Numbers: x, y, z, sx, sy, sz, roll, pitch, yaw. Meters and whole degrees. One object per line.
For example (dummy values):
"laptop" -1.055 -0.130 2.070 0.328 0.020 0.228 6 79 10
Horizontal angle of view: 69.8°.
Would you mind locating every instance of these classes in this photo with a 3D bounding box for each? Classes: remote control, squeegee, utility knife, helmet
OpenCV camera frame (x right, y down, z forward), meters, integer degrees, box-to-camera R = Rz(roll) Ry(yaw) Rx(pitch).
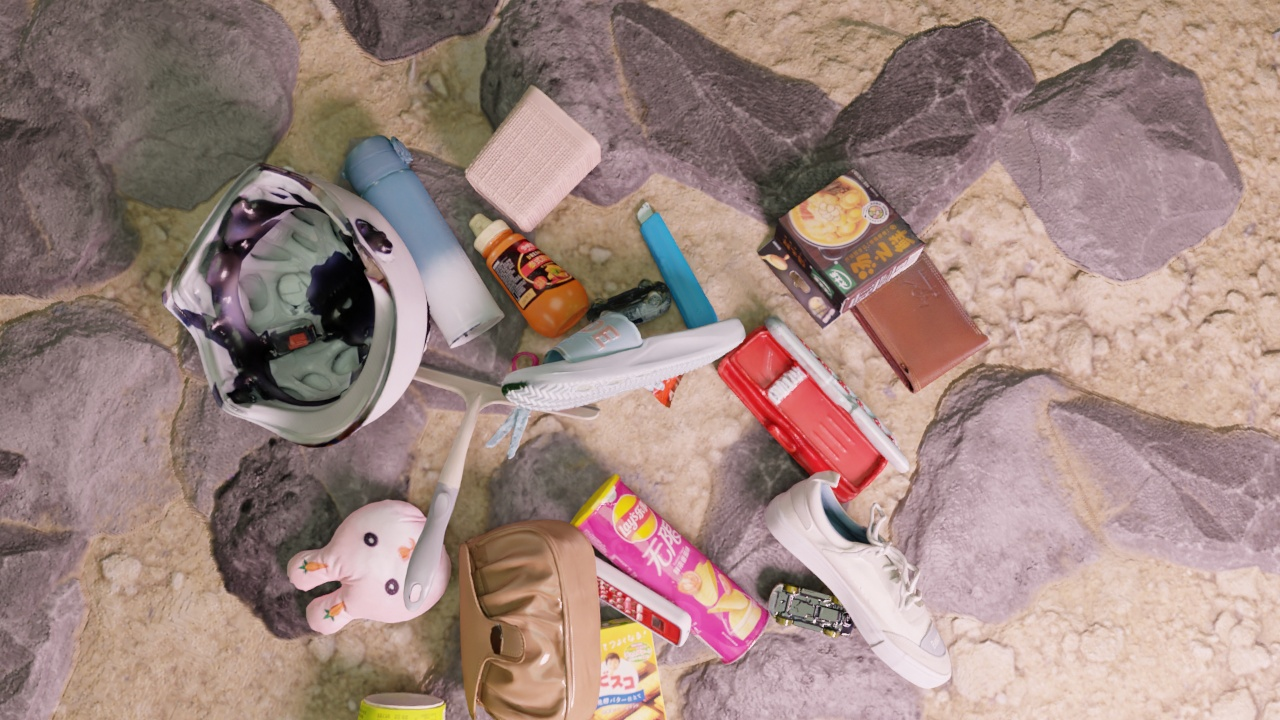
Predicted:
"remote control" -0.012 0.234 0.905 0.136 0.056 0.020 28 55 18
"squeegee" -0.182 0.115 0.874 0.246 0.039 0.246 15 61 -3
"utility knife" 0.037 -0.093 0.960 0.034 0.018 0.159 -27 88 -9
"helmet" -0.295 -0.049 0.862 0.258 0.145 0.229 44 109 11

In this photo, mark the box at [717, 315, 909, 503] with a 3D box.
"box" 0.176 0.048 0.921 0.095 0.102 0.201 -43 90 -6

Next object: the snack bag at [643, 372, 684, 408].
"snack bag" -0.006 0.006 0.948 0.104 0.026 0.048 27 66 -1

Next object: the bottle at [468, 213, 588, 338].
"bottle" -0.120 -0.092 0.931 0.066 0.067 0.149 -43 84 -5

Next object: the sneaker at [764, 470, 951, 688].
"sneaker" 0.237 0.211 0.912 0.242 0.089 0.091 48 119 5

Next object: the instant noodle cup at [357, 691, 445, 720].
"instant noodle cup" -0.235 0.388 0.883 0.111 0.112 0.123 4 79 -4

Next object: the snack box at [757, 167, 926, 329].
"snack box" 0.205 -0.116 0.944 0.125 0.053 0.113 -35 73 -9

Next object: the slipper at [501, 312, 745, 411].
"slipper" -0.016 -0.011 0.885 0.245 0.104 0.074 -15 81 -17

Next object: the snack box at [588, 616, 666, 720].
"snack box" -0.022 0.336 0.930 0.087 0.034 0.140 -9 86 -5

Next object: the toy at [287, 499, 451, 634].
"toy" -0.270 0.210 0.912 0.159 0.054 0.121 -26 89 3

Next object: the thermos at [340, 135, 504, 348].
"thermos" -0.219 -0.121 0.920 0.070 0.070 0.220 -31 90 -5

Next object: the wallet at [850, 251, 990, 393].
"wallet" 0.294 -0.041 0.968 0.101 0.032 0.124 -36 90 -7

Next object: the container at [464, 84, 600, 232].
"container" -0.109 -0.197 0.922 0.090 0.090 0.111 41 89 -1

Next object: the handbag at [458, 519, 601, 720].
"handbag" -0.114 0.257 0.880 0.148 0.099 0.204 -5 87 32

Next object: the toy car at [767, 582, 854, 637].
"toy car" 0.175 0.256 0.945 0.090 0.035 0.042 14 85 -3

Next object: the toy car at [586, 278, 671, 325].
"toy car" -0.011 -0.054 0.944 0.090 0.043 0.034 -22 123 -9

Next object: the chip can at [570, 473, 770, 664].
"chip can" 0.030 0.209 0.920 0.210 0.071 0.071 42 85 -2

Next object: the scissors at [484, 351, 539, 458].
"scissors" -0.122 0.040 0.910 0.083 0.017 0.137 40 48 3
